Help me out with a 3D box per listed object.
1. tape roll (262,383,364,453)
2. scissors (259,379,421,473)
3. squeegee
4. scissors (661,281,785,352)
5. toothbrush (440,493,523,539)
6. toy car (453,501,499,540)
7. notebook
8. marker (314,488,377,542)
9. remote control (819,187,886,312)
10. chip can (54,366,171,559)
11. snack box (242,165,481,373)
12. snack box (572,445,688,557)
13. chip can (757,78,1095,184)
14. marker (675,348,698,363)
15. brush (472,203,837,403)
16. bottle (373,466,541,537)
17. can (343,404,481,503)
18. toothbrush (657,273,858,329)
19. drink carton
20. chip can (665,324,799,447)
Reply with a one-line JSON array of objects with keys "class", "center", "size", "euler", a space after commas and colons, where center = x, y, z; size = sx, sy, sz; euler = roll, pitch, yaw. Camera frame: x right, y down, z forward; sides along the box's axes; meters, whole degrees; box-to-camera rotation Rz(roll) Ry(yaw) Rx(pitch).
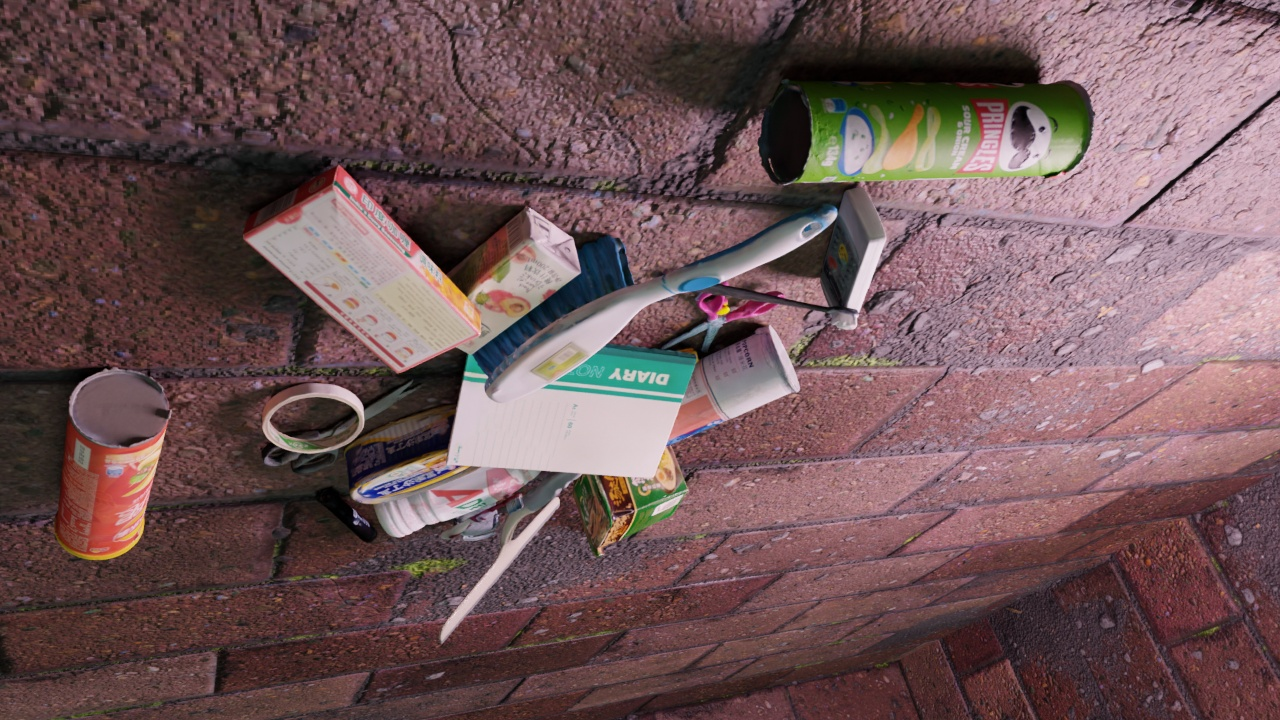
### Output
[{"class": "tape roll", "center": [-0.291, 0.052, 0.818], "size": [0.085, 0.014, 0.086], "euler": [-11, 141, -9]}, {"class": "scissors", "center": [-0.274, 0.065, 0.869], "size": [0.173, 0.014, 0.141], "euler": [-13, 150, -13]}, {"class": "squeegee", "center": [-0.117, 0.162, 0.993], "size": [0.245, 0.039, 0.247], "euler": [-47, 176, -48]}, {"class": "scissors", "center": [0.080, -0.039, 0.863], "size": [0.124, 0.017, 0.133], "euler": [-10, 155, -10]}, {"class": "toothbrush", "center": [-0.177, 0.177, 1.013], "size": [0.016, 0.017, 0.188], "euler": [-9, 165, -41]}, {"class": "toy car", "center": [-0.195, 0.178, 1.082], "size": [0.054, 0.036, 0.121], "euler": [-9, 147, -12]}, {"class": "notebook", "center": [-0.065, 0.045, 0.853], "size": [0.209, 0.012, 0.151], "euler": [6, 124, -18]}, {"class": "marker", "center": [-0.327, 0.174, 1.023], "size": [0.022, 0.020, 0.132], "euler": [-1, 152, 6]}, {"class": "remote control", "center": [0.180, -0.086, 0.789], "size": [0.019, 0.056, 0.135], "euler": [-13, 152, -6]}, {"class": "chip can", "center": [-0.443, 0.092, 0.764], "size": [0.073, 0.073, 0.217], "euler": [3, 146, -32]}, {"class": "snack box", "center": [-0.186, -0.057, 0.634], "size": [0.077, 0.027, 0.156], "euler": [-24, 134, 17]}, {"class": "snack box", "center": [-0.012, 0.140, 1.031], "size": [0.105, 0.117, 0.118], "euler": [-12, 154, -18]}, {"class": "chip can", "center": [0.204, -0.162, 0.652], "size": [0.235, 0.072, 0.072], "euler": [-6, 150, -18]}, {"class": "marker", "center": [-0.005, 0.005, 0.893], "size": [0.124, 0.015, 0.018], "euler": [-10, 160, -2]}, {"class": "brush", "center": [-0.005, -0.057, 0.695], "size": [0.315, 0.109, 0.060], "euler": [-34, 140, 19]}, {"class": "bottle", "center": [-0.178, 0.123, 0.966], "size": [0.197, 0.068, 0.068], "euler": [-20, 152, -2]}, {"class": "can", "center": [-0.220, 0.093, 0.903], "size": [0.148, 0.049, 0.074], "euler": [-21, 152, 7]}, {"class": "toothbrush", "center": [0.102, -0.052, 0.792], "size": [0.181, 0.018, 0.016], "euler": [12, 154, -6]}, {"class": "drink carton", "center": [-0.108, -0.059, 0.696], "size": [0.123, 0.045, 0.053], "euler": [-34, 137, 26]}, {"class": "chip can", "center": [0.048, 0.041, 0.925], "size": [0.215, 0.071, 0.071], "euler": [-25, 150, 15]}]
